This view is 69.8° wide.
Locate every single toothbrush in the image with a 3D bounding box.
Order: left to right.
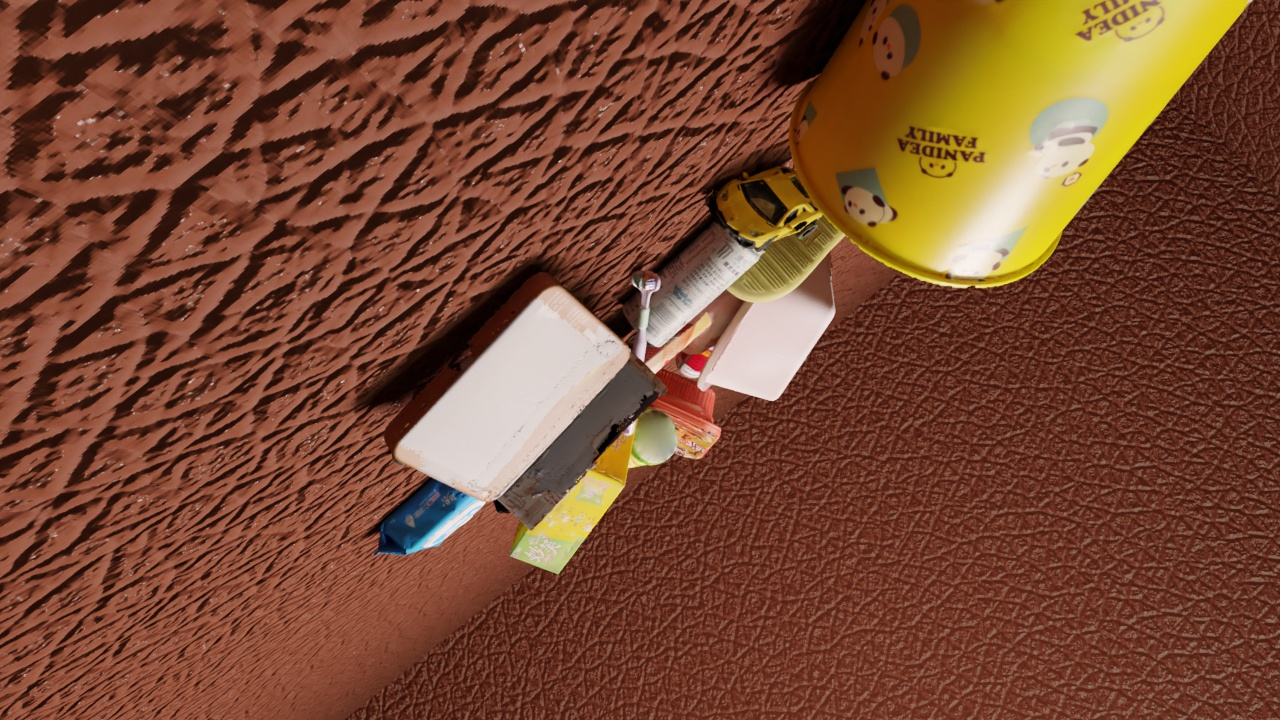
[{"bbox_3d":[-0.003,-0.002,0.906,0.021,0.029,0.189,-52,154,-53],"label":"toothbrush"}]

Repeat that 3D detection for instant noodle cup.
[{"bbox_3d":[0.031,0.067,1.272,0.189,0.164,0.079,112,1,-72],"label":"instant noodle cup"}]

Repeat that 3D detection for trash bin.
[{"bbox_3d":[0.252,-0.212,0.612,0.229,0.229,0.256,-34,164,-28],"label":"trash bin"}]

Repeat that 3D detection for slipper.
[{"bbox_3d":[0.157,-0.126,1.010,0.190,0.091,0.082,-39,173,-20],"label":"slipper"}]

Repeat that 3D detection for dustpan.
[{"bbox_3d":[0.154,-0.071,1.222,0.272,0.138,0.223,-90,-158,-55],"label":"dustpan"}]

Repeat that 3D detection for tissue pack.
[{"bbox_3d":[-0.226,0.170,1.045,0.157,0.052,0.095,-41,170,9],"label":"tissue pack"}]

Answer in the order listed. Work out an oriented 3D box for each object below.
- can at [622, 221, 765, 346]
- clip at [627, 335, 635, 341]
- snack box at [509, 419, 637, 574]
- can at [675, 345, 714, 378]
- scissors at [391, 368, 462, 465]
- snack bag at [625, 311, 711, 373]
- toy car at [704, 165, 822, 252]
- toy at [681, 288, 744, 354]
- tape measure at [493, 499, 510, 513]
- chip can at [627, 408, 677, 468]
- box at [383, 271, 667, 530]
[{"bbox_3d":[0.052,-0.080,0.913,0.147,0.058,0.058,-42,170,15],"label":"can"},{"bbox_3d":[0.010,-0.034,1.094,0.057,0.029,0.025,-49,173,-2],"label":"clip"},{"bbox_3d":[-0.079,0.137,1.119,0.211,0.070,0.157,-57,-165,40],"label":"snack box"},{"bbox_3d":[0.097,-0.024,1.337,0.053,0.053,0.133,-33,168,-31],"label":"can"},{"bbox_3d":[-0.148,0.030,0.802,0.172,0.019,0.179,-35,168,-14],"label":"scissors"},{"bbox_3d":[-0.029,0.011,0.987,0.207,0.073,0.129,-35,-166,-23],"label":"snack bag"},{"bbox_3d":[0.120,-0.142,0.843,0.155,0.071,0.041,-26,165,-49],"label":"toy car"},{"bbox_3d":[0.110,-0.066,1.215,0.159,0.054,0.122,-40,170,-41],"label":"toy"},{"bbox_3d":[-0.170,0.158,1.146,0.033,0.065,0.066,-18,166,-3],"label":"tape measure"},{"bbox_3d":[-0.028,0.113,1.240,0.072,0.072,0.222,-34,-175,-28],"label":"chip can"},{"bbox_3d":[-0.080,0.043,0.776,0.179,0.124,0.274,-46,163,1],"label":"box"}]
